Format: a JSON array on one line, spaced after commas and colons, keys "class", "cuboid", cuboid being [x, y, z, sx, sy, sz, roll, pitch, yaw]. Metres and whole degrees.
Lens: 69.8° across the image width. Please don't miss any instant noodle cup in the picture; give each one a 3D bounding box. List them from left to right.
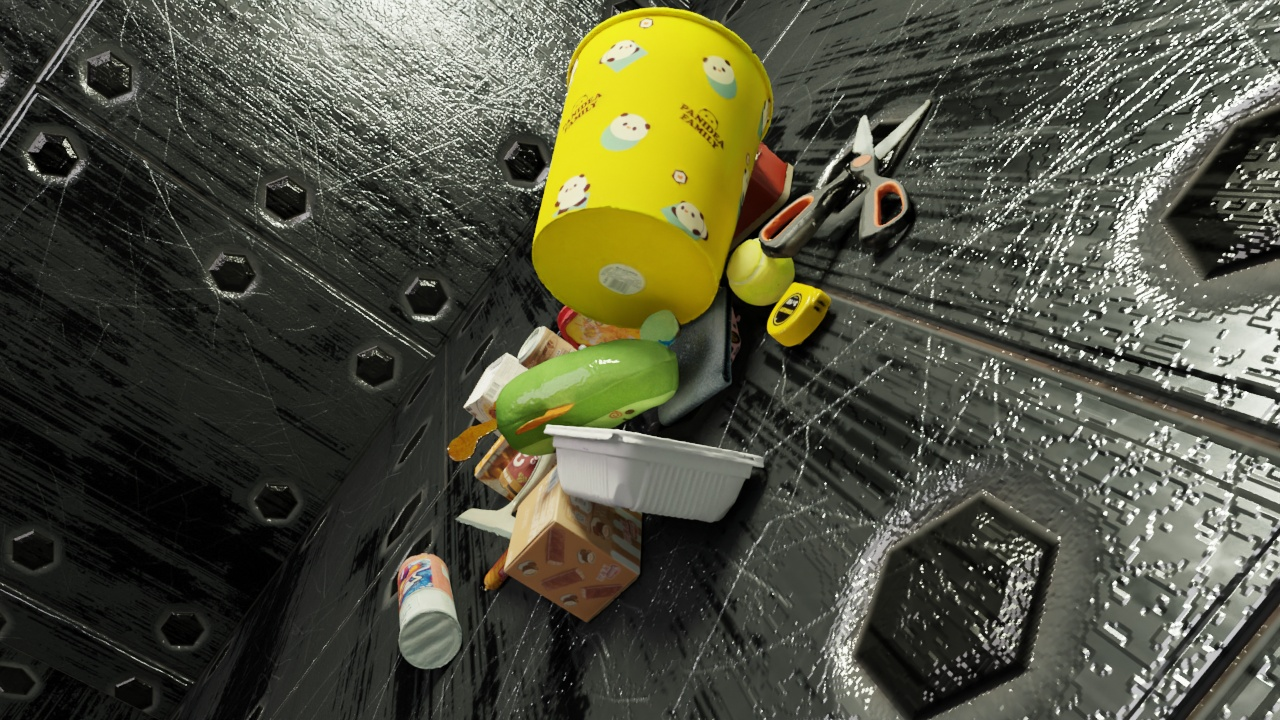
[{"class": "instant noodle cup", "cuboid": [-0.161, 0.061, 1.249, 0.117, 0.124, 0.116, -27, 30, 56]}, {"class": "instant noodle cup", "cuboid": [-0.023, -0.062, 1.162, 0.116, 0.116, 0.123, -42, 9, 35]}, {"class": "instant noodle cup", "cuboid": [0.004, 0.093, 0.756, 0.174, 0.138, 0.060, -2, 77, 65]}]

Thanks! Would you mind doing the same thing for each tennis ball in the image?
[{"class": "tennis ball", "cuboid": [0.117, -0.086, 0.889, 0.066, 0.065, 0.065, -48, 18, 20]}]

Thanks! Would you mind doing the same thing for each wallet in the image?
[{"class": "wallet", "cuboid": [0.056, -0.005, 0.900, 0.097, 0.019, 0.120, -37, 36, 42]}]

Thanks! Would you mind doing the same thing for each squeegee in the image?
[{"class": "squeegee", "cuboid": [-0.110, 0.095, 1.066, 0.247, 0.039, 0.246, -9, 51, 64]}]

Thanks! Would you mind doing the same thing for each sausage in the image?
[{"class": "sausage", "cuboid": [-0.130, 0.206, 1.058, 0.165, 0.021, 0.021, -51, 17, 12]}]

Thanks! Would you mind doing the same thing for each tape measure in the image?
[{"class": "tape measure", "cuboid": [0.139, -0.038, 0.801, 0.057, 0.029, 0.060, -53, 17, 0]}]

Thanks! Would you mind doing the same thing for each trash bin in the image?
[{"class": "trash bin", "cuboid": [0.009, -0.186, 0.943, 0.230, 0.229, 0.254, -34, 35, 48]}]

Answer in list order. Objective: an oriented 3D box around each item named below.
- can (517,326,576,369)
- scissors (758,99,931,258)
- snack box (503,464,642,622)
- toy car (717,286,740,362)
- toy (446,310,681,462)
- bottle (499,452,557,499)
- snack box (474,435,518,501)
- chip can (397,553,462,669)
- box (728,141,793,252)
[{"class": "can", "cuboid": [-0.098, 0.010, 1.193, 0.059, 0.116, 0.058, -48, 18, 21]}, {"class": "scissors", "cuboid": [0.204, -0.163, 0.846, 0.221, 0.022, 0.224, -35, 31, 2]}, {"class": "snack box", "cuboid": [-0.058, 0.161, 0.825, 0.077, 0.094, 0.092, -47, 18, 23]}, {"class": "toy car", "cuboid": [0.077, -0.029, 0.941, 0.056, 0.037, 0.122, -51, 28, 31]}, {"class": "toy", "cuboid": [-0.067, 0.037, 0.900, 0.247, 0.090, 0.226, -20, 7, 26]}, {"class": "bottle", "cuboid": [-0.102, 0.097, 1.132, 0.175, 0.057, 0.057, -51, 17, 10]}, {"class": "snack box", "cuboid": [-0.138, 0.108, 1.178, 0.154, 0.075, 0.026, -51, 16, 11]}, {"class": "chip can", "cuboid": [-0.267, 0.306, 1.146, 0.071, 0.071, 0.215, -55, 16, -4]}, {"class": "box", "cuboid": [0.099, -0.191, 1.121, 0.169, 0.079, 0.091, -39, 23, 39]}]
